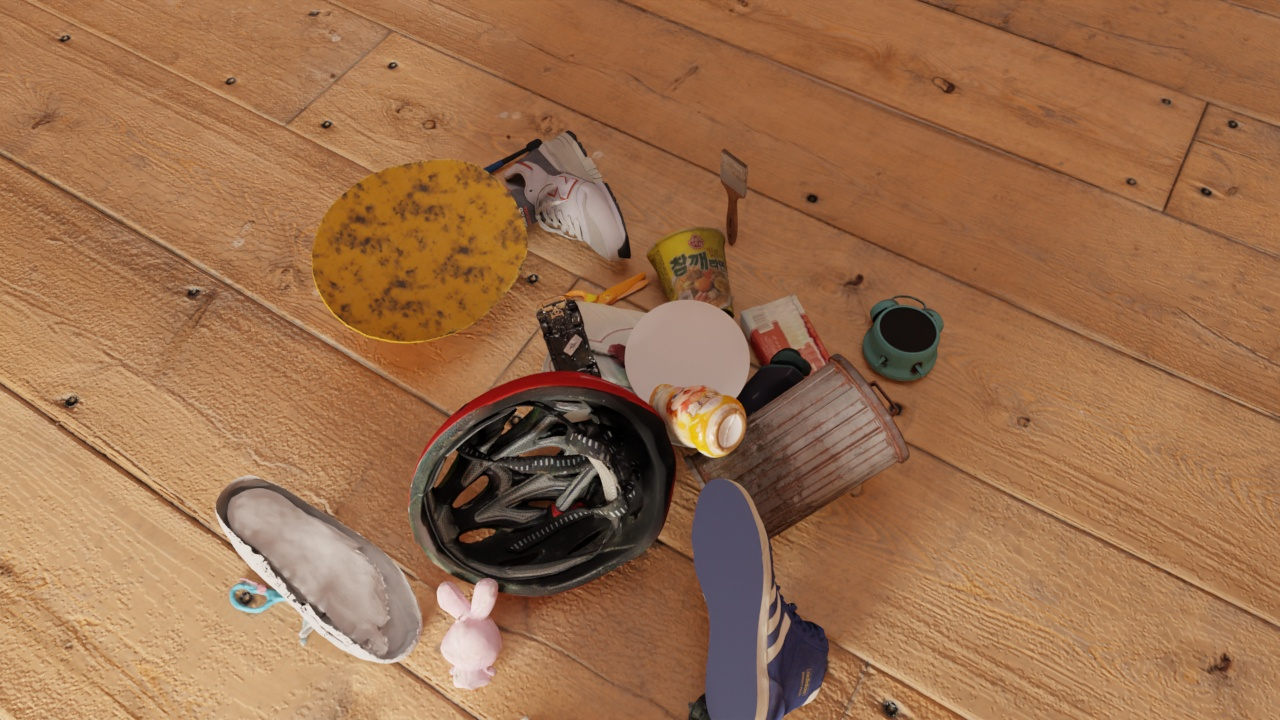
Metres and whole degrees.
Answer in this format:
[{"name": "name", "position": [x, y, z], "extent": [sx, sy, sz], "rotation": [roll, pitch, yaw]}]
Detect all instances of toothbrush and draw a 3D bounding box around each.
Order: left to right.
[{"name": "toothbrush", "position": [-0.208, -0.265, 1.270], "extent": [0.167, 0.014, 0.014], "rotation": [-32, 97, -15]}]

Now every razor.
[{"name": "razor", "position": [0.132, 0.044, 1.041], "extent": [0.143, 0.047, 0.052], "rotation": [-46, 33, 3]}]

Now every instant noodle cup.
[{"name": "instant noodle cup", "position": [0.067, -0.094, 1.124], "extent": [0.102, 0.102, 0.108], "rotation": [-11, 67, -7]}]

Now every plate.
[{"name": "plate", "position": [0.051, -0.001, 0.994], "extent": [0.134, 0.011, 0.134], "rotation": [0, 74, 1]}]

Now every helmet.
[{"name": "helmet", "position": [-0.274, -0.119, 1.111], "extent": [0.254, 0.132, 0.205], "rotation": [-34, 95, -25]}, {"name": "helmet", "position": [-0.099, 0.120, 0.930], "extent": [0.272, 0.167, 0.217], "rotation": [-20, 105, 0]}]

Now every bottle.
[{"name": "bottle", "position": [0.054, 0.054, 0.921], "extent": [0.063, 0.063, 0.109], "rotation": [-40, 36, -22]}]

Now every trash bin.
[{"name": "trash bin", "position": [0.166, 0.094, 0.950], "extent": [0.211, 0.131, 0.130], "rotation": [-33, 62, 2]}]

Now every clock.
[{"name": "clock", "position": [0.319, -0.034, 1.105], "extent": [0.090, 0.053, 0.124], "rotation": [14, 56, 8]}]

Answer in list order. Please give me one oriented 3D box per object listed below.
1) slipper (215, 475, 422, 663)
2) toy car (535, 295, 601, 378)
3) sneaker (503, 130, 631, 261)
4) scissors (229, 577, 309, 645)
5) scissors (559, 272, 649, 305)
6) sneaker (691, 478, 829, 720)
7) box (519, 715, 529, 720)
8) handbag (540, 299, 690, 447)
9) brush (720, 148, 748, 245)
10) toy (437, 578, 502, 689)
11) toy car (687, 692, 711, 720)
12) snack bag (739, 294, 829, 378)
[{"name": "slipper", "position": [-0.326, 0.216, 0.928], "extent": [0.247, 0.075, 0.112], "rotation": [37, 72, 5]}, {"name": "toy car", "position": [-0.076, -0.017, 0.990], "extent": [0.047, 0.047, 0.112], "rotation": [-17, 100, 3]}, {"name": "sneaker", "position": [-0.105, -0.199, 1.197], "extent": [0.124, 0.089, 0.239], "rotation": [-21, 52, -8]}, {"name": "scissors", "position": [-0.359, 0.230, 0.969], "extent": [0.135, 0.015, 0.135], "rotation": [10, 62, -2]}, {"name": "scissors", "position": [-0.039, -0.075, 1.155], "extent": [0.130, 0.013, 0.070], "rotation": [-24, 62, -13]}, {"name": "sneaker", "position": [0.124, 0.229, 0.876], "extent": [0.118, 0.092, 0.233], "rotation": [6, 76, -42]}, {"name": "box", "position": [-0.129, 0.503, 0.920], "extent": [0.168, 0.405, 0.171], "rotation": [-29, 63, -17]}, {"name": "handbag", "position": [-0.006, 0.006, 1.056], "extent": [0.198, 0.096, 0.141], "rotation": [10, 60, 7]}, {"name": "brush", "position": [0.117, -0.197, 1.153], "extent": [0.008, 0.143, 0.045], "rotation": [-32, 55, -20]}, {"name": "toy", "position": [-0.167, 0.268, 0.909], "extent": [0.063, 0.047, 0.110], "rotation": [1, 100, 14]}, {"name": "toy car", "position": [0.055, 0.372, 0.859], "extent": [0.056, 0.044, 0.120], "rotation": [21, 58, 12]}, {"name": "snack bag", "position": [0.196, 0.024, 1.079], "extent": [0.077, 0.041, 0.225], "rotation": [-18, 62, -10]}]
